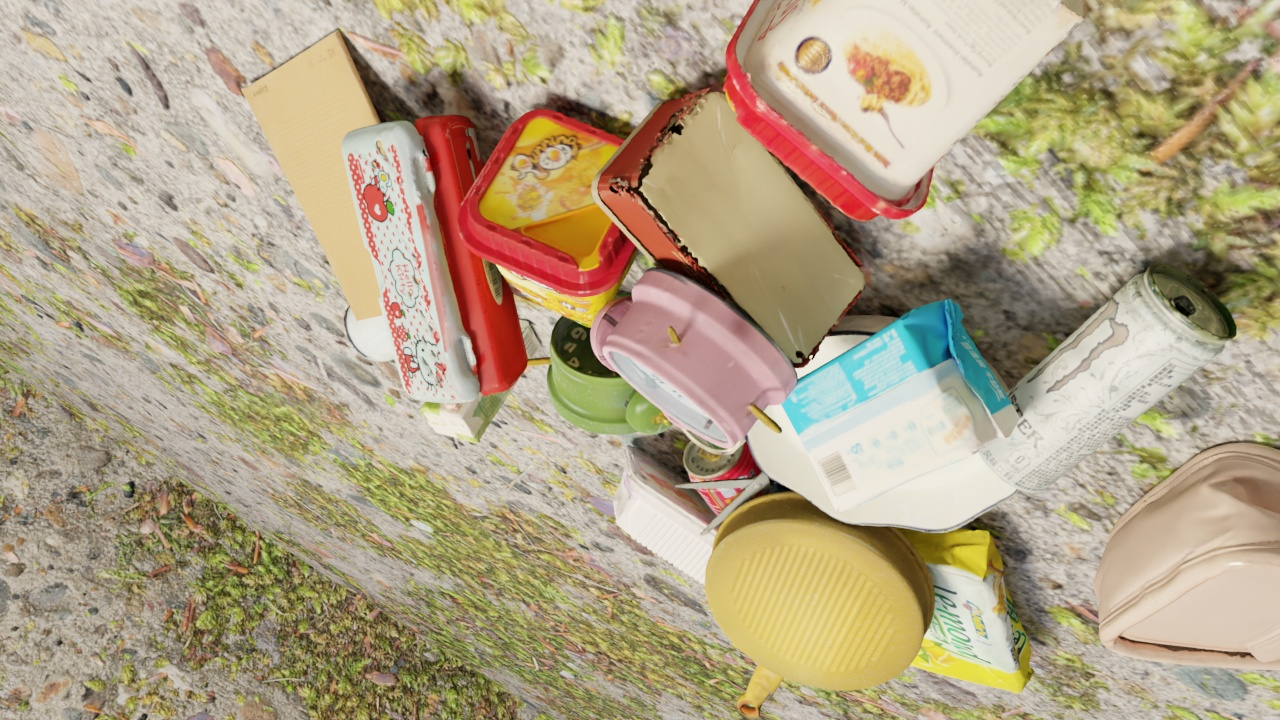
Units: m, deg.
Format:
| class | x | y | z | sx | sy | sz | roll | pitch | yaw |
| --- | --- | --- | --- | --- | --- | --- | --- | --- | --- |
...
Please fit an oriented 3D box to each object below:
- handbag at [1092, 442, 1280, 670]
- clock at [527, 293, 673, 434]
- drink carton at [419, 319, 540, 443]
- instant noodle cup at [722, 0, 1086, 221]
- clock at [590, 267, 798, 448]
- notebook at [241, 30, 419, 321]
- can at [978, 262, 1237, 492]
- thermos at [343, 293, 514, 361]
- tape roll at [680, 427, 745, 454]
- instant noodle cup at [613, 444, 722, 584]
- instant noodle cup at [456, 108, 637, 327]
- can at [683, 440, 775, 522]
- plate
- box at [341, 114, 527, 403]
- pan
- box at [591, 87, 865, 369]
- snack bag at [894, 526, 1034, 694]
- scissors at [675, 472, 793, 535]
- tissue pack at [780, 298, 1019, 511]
| class | x | y | z | sx | sy | sz | roll | pitch | yaw |
| --- | --- | --- | --- | --- | --- | --- | --- | --- | --- |
| handbag | 0.451 | 0.155 | 0.612 | 0.234 | 0.093 | 0.194 | 15 | 148 | 9 |
| clock | -0.004 | 0.004 | 0.726 | 0.161 | 0.115 | 0.056 | 19 | 139 | 23 |
| drink carton | -0.148 | 0.014 | 0.855 | 0.054 | 0.122 | 0.045 | 13 | 145 | 28 |
| instant noodle cup | 0.117 | -0.146 | 0.402 | 0.116 | 0.116 | 0.125 | 36 | 138 | -12 |
| clock | 0.027 | 0.001 | 0.582 | 0.117 | 0.059 | 0.159 | 40 | 171 | -15 |
| notebook | -0.231 | -0.136 | 0.731 | 0.150 | 0.012 | 0.211 | -5 | 113 | 43 |
| can | 0.259 | 0.014 | 0.526 | 0.058 | 0.058 | 0.147 | 30 | 132 | -2 |
| thermos | -0.170 | -0.058 | 0.793 | 0.225 | 0.073 | 0.073 | -20 | 125 | 42 |
| tape roll | 0.058 | 0.043 | 0.800 | 0.086 | 0.013 | 0.086 | 33 | 142 | 30 |
| instant noodle cup | 0.043 | 0.166 | 0.923 | 0.173 | 0.060 | 0.138 | 36 | -175 | -9 |
| instant noodle cup | -0.050 | -0.089 | 0.635 | 0.116 | 0.116 | 0.124 | 24 | 162 | 9 |
| can | 0.087 | 0.111 | 0.857 | 0.067 | 0.066 | 0.094 | 2 | 141 | 39 |
| plate | 0.175 | 0.045 | 0.671 | 0.205 | 0.045 | 0.205 | 16 | 138 | 15 |
| box | -0.155 | -0.069 | 0.660 | 0.098 | 0.095 | 0.201 | -8 | 105 | 9 |
| pan | 0.141 | 0.257 | 0.859 | 0.198 | 0.078 | 0.358 | 24 | 127 | 11 |
| box | 0.062 | -0.077 | 0.554 | 0.168 | 0.091 | 0.077 | 45 | 167 | -26 |
| snack bag | 0.271 | 0.219 | 0.862 | 0.158 | 0.068 | 0.246 | 5 | 141 | 36 |
| scissors | 0.115 | 0.105 | 0.804 | 0.162 | 0.012 | 0.174 | 20 | 124 | -32 |
| tissue pack | 0.154 | 0.030 | 0.567 | 0.140 | 0.063 | 0.090 | -38 | 74 | 46 |
